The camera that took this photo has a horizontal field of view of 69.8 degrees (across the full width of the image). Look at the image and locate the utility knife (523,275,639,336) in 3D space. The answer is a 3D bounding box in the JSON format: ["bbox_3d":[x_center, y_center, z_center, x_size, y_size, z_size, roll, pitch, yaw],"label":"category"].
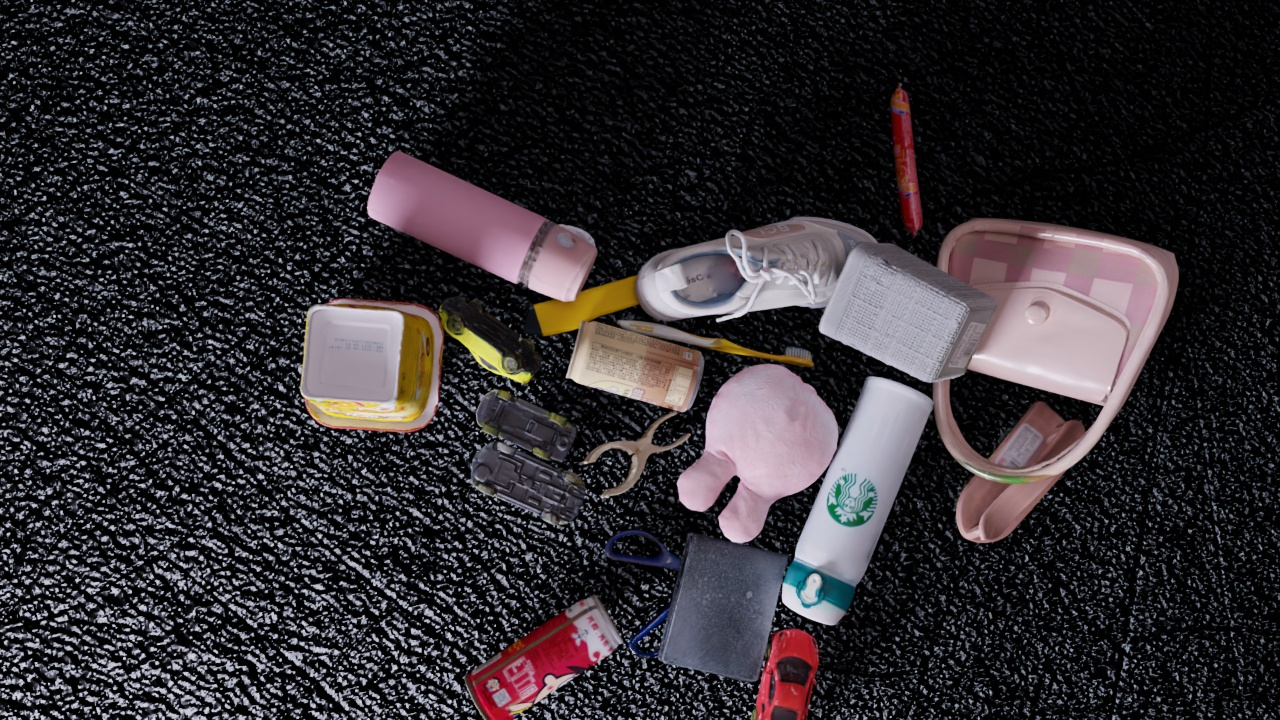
[{"bbox_3d":[-0.037,-0.053,0.854,0.153,0.015,0.033,-17,94,-8],"label":"utility knife"}]

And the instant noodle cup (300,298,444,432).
[{"bbox_3d":[-0.230,0.000,0.774,0.116,0.124,0.116,4,84,-6],"label":"instant noodle cup"}]

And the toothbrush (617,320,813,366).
[{"bbox_3d":[0.072,-0.019,0.864,0.191,0.016,0.018,12,73,-6],"label":"toothbrush"}]

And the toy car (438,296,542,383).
[{"bbox_3d":[-0.138,-0.017,0.827,0.105,0.048,0.032,38,115,-3],"label":"toy car"}]

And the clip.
[{"bbox_3d":[-0.013,0.074,0.838,0.084,0.035,0.104,41,78,-3],"label":"clip"}]

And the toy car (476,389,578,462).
[{"bbox_3d":[-0.104,0.059,0.828,0.090,0.035,0.042,25,82,-3],"label":"toy car"}]

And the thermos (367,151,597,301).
[{"bbox_3d":[-0.135,-0.123,0.826,0.198,0.067,0.087,23,44,-2],"label":"thermos"}]

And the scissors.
[{"bbox_3d":[0.042,0.202,0.845,0.162,0.012,0.175,33,81,-4],"label":"scissors"}]

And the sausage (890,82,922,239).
[{"bbox_3d":[0.259,-0.195,0.897,0.020,0.020,0.156,-5,86,-7],"label":"sausage"}]

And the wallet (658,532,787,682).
[{"bbox_3d":[0.076,0.225,0.834,0.097,0.019,0.120,16,85,-11],"label":"wallet"}]

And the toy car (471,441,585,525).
[{"bbox_3d":[-0.102,0.109,0.826,0.105,0.031,0.049,25,82,-5],"label":"toy car"}]

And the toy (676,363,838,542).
[{"bbox_3d":[0.105,0.083,0.839,0.121,0.054,0.159,39,82,5],"label":"toy"}]

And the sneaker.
[{"bbox_3d":[0.119,-0.087,0.832,0.242,0.091,0.089,-10,87,-14],"label":"sneaker"}]

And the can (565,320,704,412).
[{"bbox_3d":[-0.005,0.005,0.831,0.116,0.058,0.058,16,84,-5],"label":"can"}]

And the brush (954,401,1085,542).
[{"bbox_3d":[0.350,0.110,0.856,0.063,0.073,0.145,43,84,-2],"label":"brush"}]

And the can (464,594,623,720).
[{"bbox_3d":[-0.083,0.262,0.804,0.132,0.053,0.053,-32,89,-8],"label":"can"}]

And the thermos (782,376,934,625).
[{"bbox_3d":[0.194,0.128,0.836,0.073,0.073,0.224,25,82,-4],"label":"thermos"}]

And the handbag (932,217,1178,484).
[{"bbox_3d":[0.349,-0.005,0.822,0.193,0.093,0.234,18,95,35],"label":"handbag"}]

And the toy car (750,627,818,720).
[{"bbox_3d":[0.134,0.299,0.838,0.049,0.031,0.106,14,82,-6],"label":"toy car"}]

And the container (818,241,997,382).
[{"bbox_3d":[0.239,-0.041,0.812,0.114,0.090,0.090,33,115,33],"label":"container"}]
